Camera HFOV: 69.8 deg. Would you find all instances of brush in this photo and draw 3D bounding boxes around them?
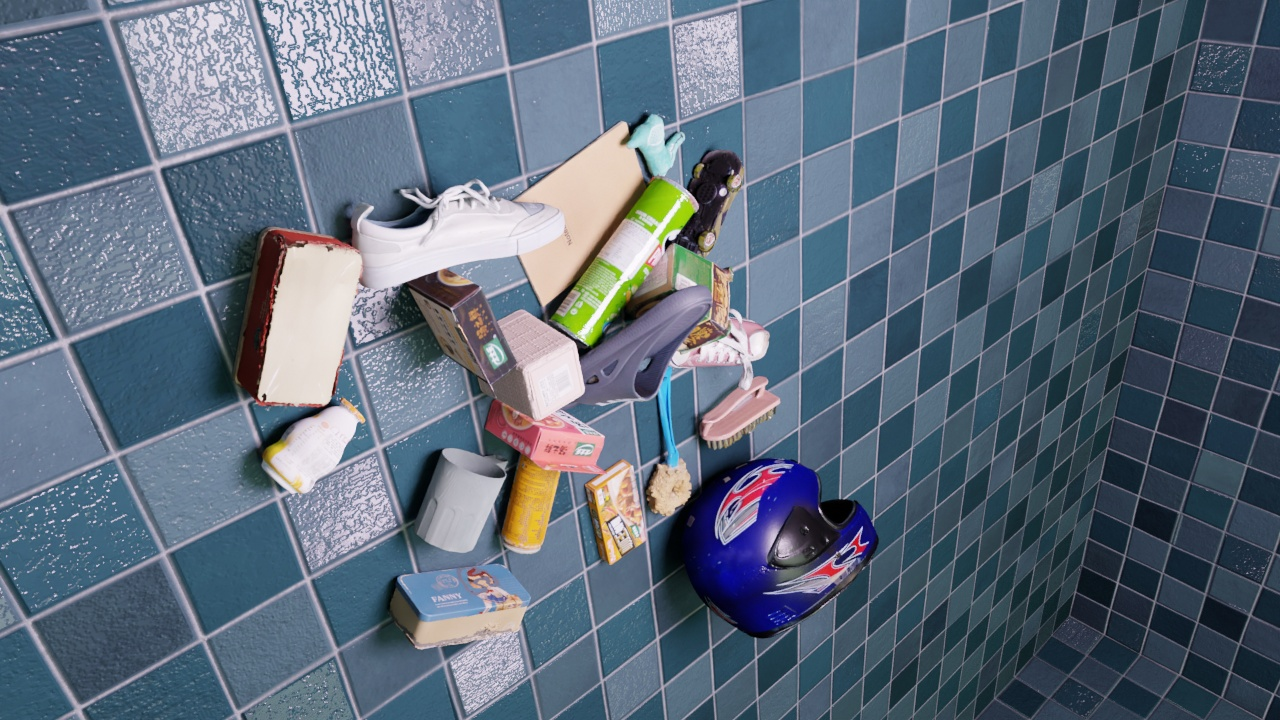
[{"bbox_3d":[0.151,0.083,1.460,0.145,0.063,0.073,-31,133,-28],"label":"brush"},{"bbox_3d":[0.041,0.124,1.395,0.083,0.046,0.255,-21,120,-32],"label":"brush"}]

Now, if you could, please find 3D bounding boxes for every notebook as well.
[{"bbox_3d":[-0.072,-0.182,1.145,0.207,0.008,0.148,-41,134,-22],"label":"notebook"}]

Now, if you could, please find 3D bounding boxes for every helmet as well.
[{"bbox_3d":[0.213,0.275,1.484,0.314,0.248,0.240,-33,96,-25],"label":"helmet"}]

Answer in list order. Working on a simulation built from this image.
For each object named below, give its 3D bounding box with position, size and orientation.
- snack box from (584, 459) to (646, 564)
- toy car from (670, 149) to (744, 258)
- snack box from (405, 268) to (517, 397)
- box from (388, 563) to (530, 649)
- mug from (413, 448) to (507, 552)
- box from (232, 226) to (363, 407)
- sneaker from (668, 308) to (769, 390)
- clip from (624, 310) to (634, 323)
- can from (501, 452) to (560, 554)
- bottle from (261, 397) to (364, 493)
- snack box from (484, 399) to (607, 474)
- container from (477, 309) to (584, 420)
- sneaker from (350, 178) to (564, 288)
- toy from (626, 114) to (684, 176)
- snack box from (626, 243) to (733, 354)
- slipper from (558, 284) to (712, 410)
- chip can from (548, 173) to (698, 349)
[{"bbox_3d":[-0.036,0.228,1.375,0.075,0.026,0.154,-31,129,-30],"label":"snack box"},{"bbox_3d":[0.090,-0.210,1.244,0.042,0.070,0.158,20,97,-56],"label":"toy car"},{"bbox_3d":[-0.194,-0.035,1.012,0.053,0.126,0.113,-41,133,-23],"label":"snack box"},{"bbox_3d":[-0.236,0.314,1.177,0.184,0.090,0.059,6,112,-47],"label":"box"},{"bbox_3d":[-0.216,0.171,1.141,0.103,0.084,0.123,-67,163,6],"label":"mug"},{"bbox_3d":[-0.334,-0.039,0.907,0.091,0.080,0.168,4,108,-45],"label":"box"},{"bbox_3d":[0.123,-0.023,1.358,0.240,0.088,0.118,0,110,-46],"label":"sneaker"},{"bbox_3d":[0.000,-0.064,1.272,0.056,0.014,0.043,-14,119,-39],"label":"clip"},{"bbox_3d":[-0.144,0.180,1.221,0.058,0.058,0.146,0,110,-45],"label":"can"},{"bbox_3d":[-0.344,0.089,0.974,0.108,0.063,0.063,-45,135,-17],"label":"bottle"},{"bbox_3d":[-0.113,0.095,1.157,0.113,0.127,0.044,12,101,-48],"label":"snack box"},{"bbox_3d":[-0.133,0.008,1.104,0.089,0.111,0.090,-31,129,-30],"label":"container"},{"bbox_3d":[-0.195,-0.152,0.988,0.241,0.089,0.091,-19,118,-30],"label":"sneaker"},{"bbox_3d":[0.022,-0.275,1.177,0.096,0.030,0.092,-52,142,-22],"label":"toy"},{"bbox_3d":[0.047,-0.086,1.218,0.105,0.118,0.118,34,46,-38],"label":"snack box"},{"bbox_3d":[-0.007,0.007,1.153,0.269,0.083,0.110,-37,165,28],"label":"slipper"},{"bbox_3d":[-0.022,-0.123,1.165,0.236,0.072,0.072,-54,137,-7],"label":"chip can"}]
